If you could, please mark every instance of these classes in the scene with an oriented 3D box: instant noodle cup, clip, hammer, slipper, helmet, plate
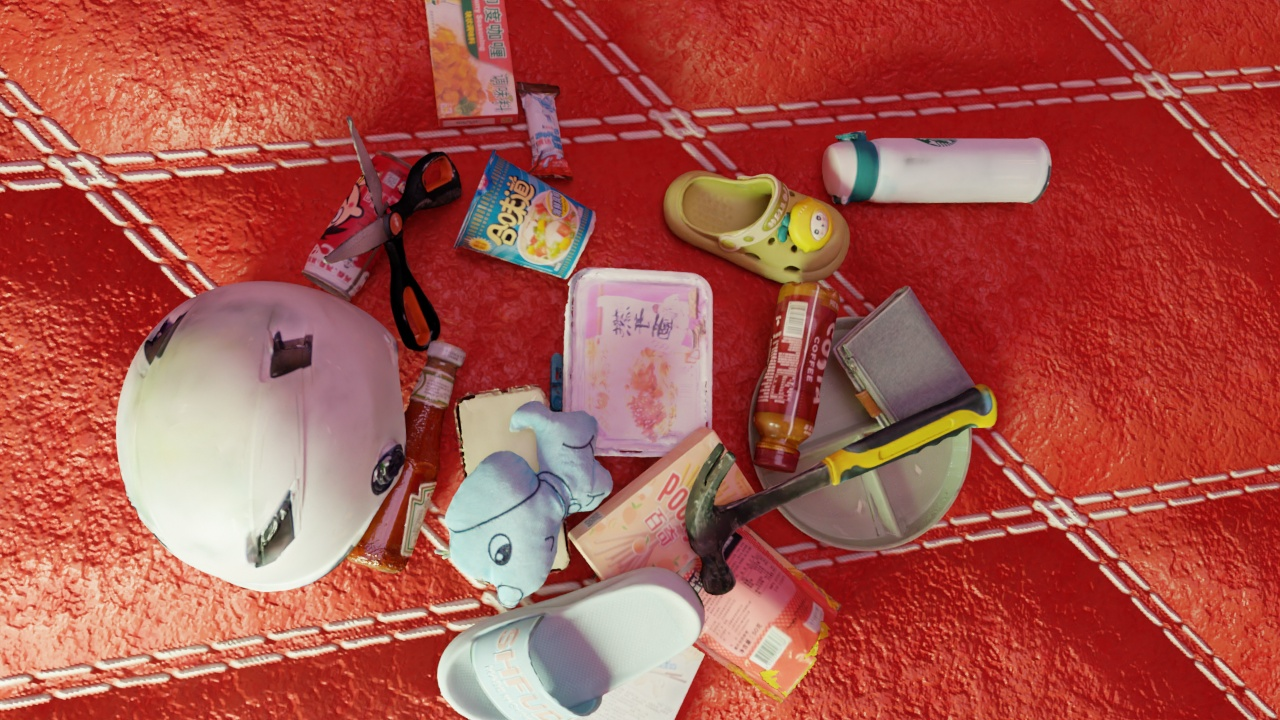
[{"bbox_3d":[-0.105,-0.127,0.851,0.110,0.099,0.099,23,78,-14],"label":"instant noodle cup"},{"bbox_3d":[-0.079,0.021,0.866,0.014,0.046,0.057,2,81,-8],"label":"clip"},{"bbox_3d":[0.186,0.091,0.825,0.322,0.032,0.126,-21,113,-16],"label":"hammer"},{"bbox_3d":[0.116,-0.135,0.891,0.190,0.082,0.091,16,82,-4],"label":"slipper"},{"bbox_3d":[-0.314,0.053,0.731,0.229,0.146,0.258,7,78,9],"label":"helmet"},{"bbox_3d":[0.214,0.071,0.902,0.230,0.027,0.230,2,81,-10],"label":"plate"},{"bbox_3d":[-0.005,0.005,0.860,0.138,0.060,0.173,2,80,-9],"label":"instant noodle cup"},{"bbox_3d":[-0.059,0.252,0.770,0.246,0.074,0.104,-26,104,15],"label":"slipper"}]

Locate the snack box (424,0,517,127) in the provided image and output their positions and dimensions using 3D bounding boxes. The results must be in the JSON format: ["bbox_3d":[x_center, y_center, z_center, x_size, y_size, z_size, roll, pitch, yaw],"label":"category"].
[{"bbox_3d":[-0.167,-0.307,0.896,0.077,0.027,0.155,-6,83,-11],"label":"snack box"}]

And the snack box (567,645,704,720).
[{"bbox_3d":[-0.013,0.314,0.829,0.084,0.027,0.156,28,78,-4],"label":"snack box"}]

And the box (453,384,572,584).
[{"bbox_3d":[-0.111,0.109,0.818,0.091,0.078,0.168,-8,84,-10],"label":"box"}]

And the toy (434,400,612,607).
[{"bbox_3d":[-0.098,0.118,0.763,0.156,0.050,0.161,-14,86,-12],"label":"toy"}]

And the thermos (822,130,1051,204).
[{"bbox_3d":[0.297,-0.196,0.935,0.224,0.073,0.073,-2,82,-9],"label":"thermos"}]

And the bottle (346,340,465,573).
[{"bbox_3d":[-0.205,0.083,0.817,0.060,0.060,0.206,18,79,-6],"label":"bottle"}]

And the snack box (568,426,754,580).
[{"bbox_3d":[0.022,0.138,0.809,0.157,0.026,0.084,-37,106,-12],"label":"snack box"}]

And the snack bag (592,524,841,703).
[{"bbox_3d":[0.074,0.208,0.844,0.208,0.073,0.128,35,73,5],"label":"snack bag"}]

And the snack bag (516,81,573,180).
[{"bbox_3d":[-0.094,-0.224,0.897,0.048,0.026,0.104,-3,82,-22],"label":"snack bag"}]

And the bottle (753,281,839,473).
[{"bbox_3d":[0.142,0.016,0.855,0.057,0.057,0.174,15,80,-7],"label":"bottle"}]

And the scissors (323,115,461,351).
[{"bbox_3d":[-0.204,-0.116,0.794,0.022,0.231,0.220,3,43,14],"label":"scissors"}]

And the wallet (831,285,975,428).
[{"bbox_3d":[0.252,0.011,0.883,0.106,0.037,0.130,-38,101,-12],"label":"wallet"}]

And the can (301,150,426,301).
[{"bbox_3d":[-0.253,-0.123,0.841,0.053,0.053,0.132,29,78,-4],"label":"can"}]
